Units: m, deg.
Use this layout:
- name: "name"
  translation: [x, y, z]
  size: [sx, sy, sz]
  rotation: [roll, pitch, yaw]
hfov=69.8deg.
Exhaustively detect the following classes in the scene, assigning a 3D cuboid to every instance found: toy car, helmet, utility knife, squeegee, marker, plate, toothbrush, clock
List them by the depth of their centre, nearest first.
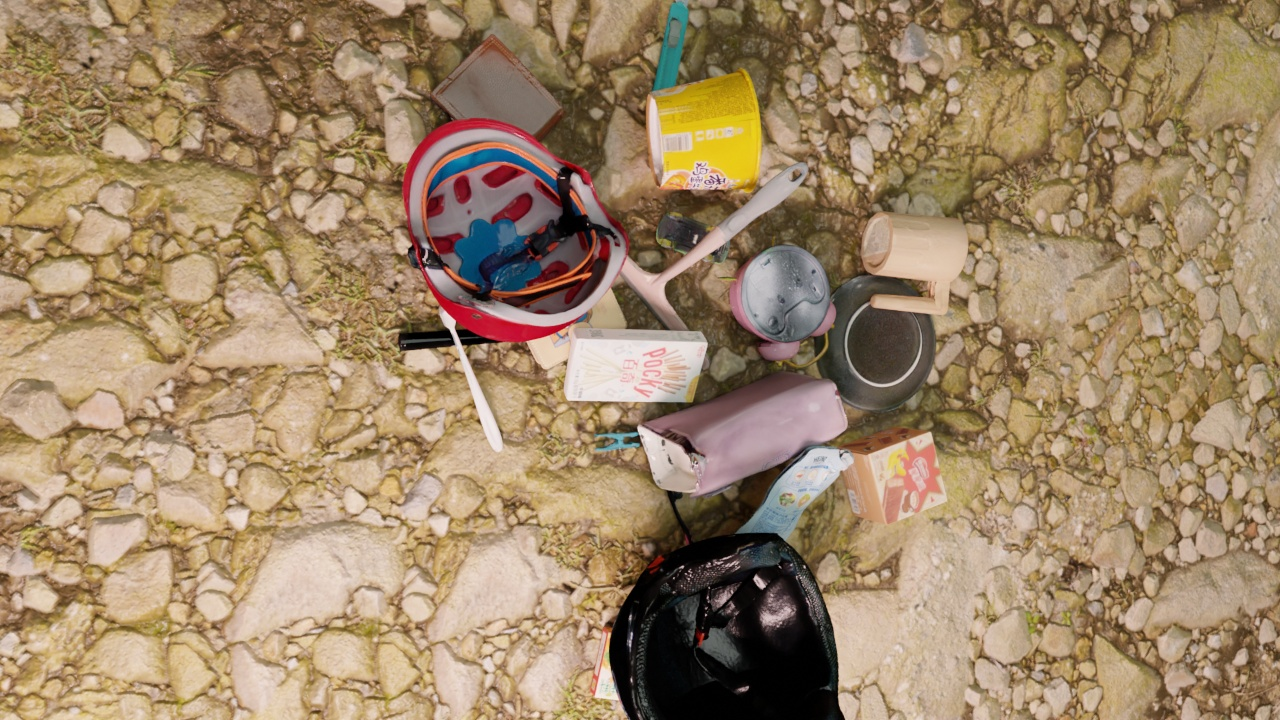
- name: "helmet"
  translation: [0.080, 0.309, 0.972]
  size: [0.274, 0.231, 0.233]
  rotation: [-15, 82, -32]
- name: "helmet"
  translation: [-0.146, -0.123, 0.975]
  size: [0.206, 0.144, 0.240]
  rotation: [-33, 81, -24]
- name: "toothbrush"
  translation: [-0.187, 0.021, 1.017]
  size: [0.016, 0.016, 0.180]
  rotation: [-23, 109, -15]
- name: "marker"
  translation: [-0.202, -0.026, 1.020]
  size: [0.132, 0.020, 0.022]
  rotation: [-5, 112, -17]
- name: "squeegee"
  translation: [0.084, -0.139, 1.027]
  size: [0.250, 0.040, 0.247]
  rotation: [-36, 102, 22]
- name: "toy car"
  translation: [0.061, -0.144, 1.090]
  size: [0.091, 0.036, 0.043]
  rotation: [19, 87, -18]
- name: "utility knife"
  translation: [0.039, -0.385, 1.091]
  size: [0.029, 0.013, 0.216]
  rotation: [12, 87, -17]
- name: "toothbrush"
  translation: [0.063, 0.227, 1.111]
  size: [0.017, 0.014, 0.189]
  rotation: [-21, 97, -25]
- name: "clock"
  translation: [0.175, -0.064, 1.116]
  size: [0.117, 0.060, 0.158]
  rotation: [-37, 99, -14]
- name: "plate"
  translation: [0.307, -0.022, 1.175]
  size: [0.179, 0.024, 0.179]
  rotation: [0, 91, -17]

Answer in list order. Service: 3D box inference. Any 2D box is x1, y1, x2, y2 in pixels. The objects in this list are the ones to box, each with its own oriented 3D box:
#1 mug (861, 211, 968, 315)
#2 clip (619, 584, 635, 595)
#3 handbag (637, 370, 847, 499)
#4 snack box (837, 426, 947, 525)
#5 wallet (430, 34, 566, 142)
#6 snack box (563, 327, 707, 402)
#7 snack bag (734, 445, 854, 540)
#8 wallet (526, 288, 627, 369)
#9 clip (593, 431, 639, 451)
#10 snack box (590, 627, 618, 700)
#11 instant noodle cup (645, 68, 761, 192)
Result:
- name: "mug"
  translation: [0.341, -0.123, 1.154]
  size: [0.103, 0.084, 0.124]
  rotation: [4, 93, -15]
- name: "clip"
  translation: [0.019, 0.279, 1.088]
  size: [0.103, 0.035, 0.092]
  rotation: [-30, 101, -19]
- name: "handbag"
  translation: [0.118, 0.086, 1.052]
  size: [0.196, 0.145, 0.098]
  rotation: [-21, 94, -18]
- name: "snack box"
  translation: [0.315, 0.142, 1.152]
  size: [0.094, 0.077, 0.093]
  rotation: [-17, 95, -17]
- name: "wallet"
  translation: [-0.159, -0.285, 1.025]
  size: [0.124, 0.032, 0.101]
  rotation: [44, 82, -13]
- name: "snack box"
  translation: [-0.006, 0.006, 1.059]
  size: [0.156, 0.026, 0.085]
  rotation: [2, 122, -17]
- name: "snack bag"
  translation: [0.170, 0.169, 1.069]
  size: [0.110, 0.039, 0.191]
  rotation: [8, 126, -36]
- name: "wallet"
  translation: [-0.080, -0.047, 1.057]
  size: [0.115, 0.024, 0.087]
  rotation: [-27, 94, -16]
- name: "clip"
  translation: [-0.028, 0.095, 1.080]
  size: [0.056, 0.014, 0.043]
  rotation: [-2, 91, -15]
- name: "snack box"
  translation: [0.023, 0.369, 1.093]
  size: [0.155, 0.027, 0.077]
  rotation: [13, 87, -17]
- name: "instant noodle cup"
  translation: [0.067, -0.255, 1.044]
  size: [0.109, 0.138, 0.138]
  rotation: [-8, 93, -6]
